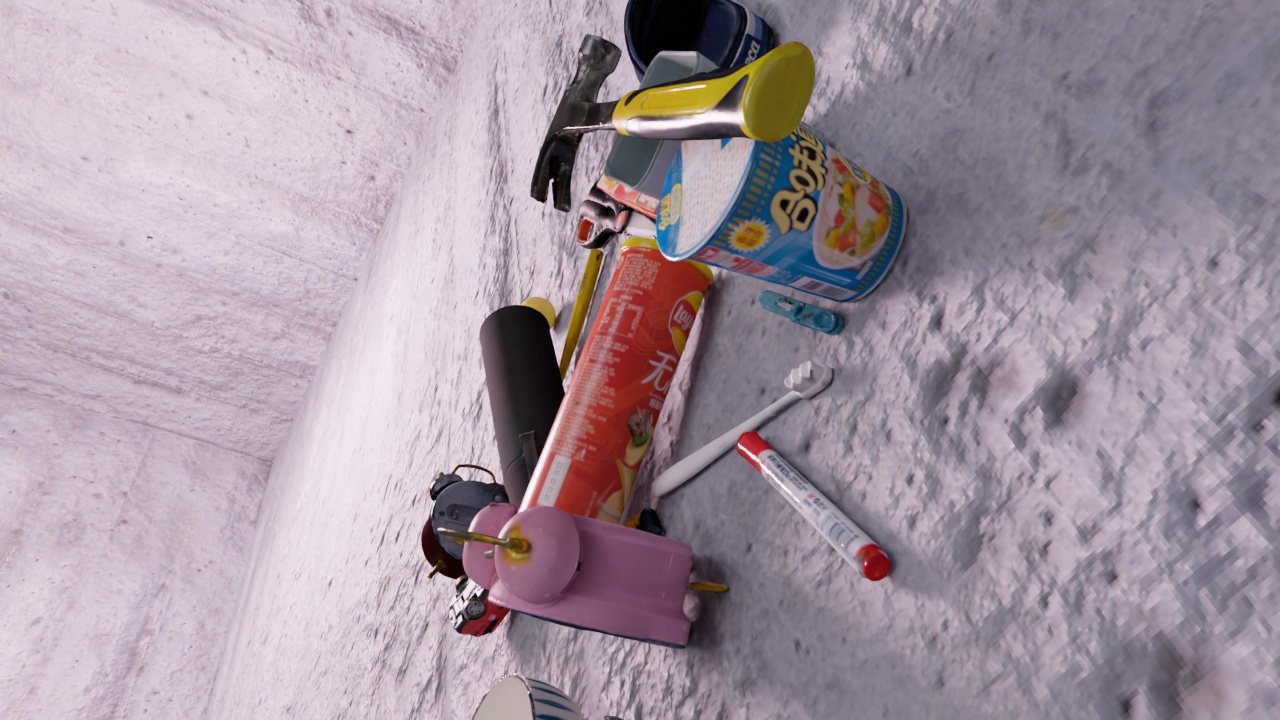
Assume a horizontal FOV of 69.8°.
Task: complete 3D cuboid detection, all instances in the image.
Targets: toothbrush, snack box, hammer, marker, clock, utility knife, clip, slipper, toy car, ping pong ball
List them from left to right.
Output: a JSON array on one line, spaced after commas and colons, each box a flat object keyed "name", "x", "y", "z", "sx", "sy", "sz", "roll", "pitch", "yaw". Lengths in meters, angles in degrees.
[{"name": "clock", "x": -0.159, "y": 0.148, "z": 0.855, "sx": 0.055, "sy": 0.082, "sz": 0.121, "roll": 128, "pitch": 150, "yaw": -46}, {"name": "toy car", "x": -0.121, "y": 0.181, "z": 0.788, "sx": 0.120, "sy": 0.045, "sz": 0.053, "roll": -60, "pitch": 26, "yaw": 6}, {"name": "ping pong ball", "x": -0.109, "y": -0.046, "z": 0.959, "sx": 0.040, "sy": 0.040, "sz": 0.040, "roll": -47, "pitch": 31, "yaw": 40}, {"name": "clock", "x": -0.041, "y": 0.119, "z": 0.526, "sx": 0.117, "sy": 0.158, "sz": 0.059, "roll": -12, "pitch": 62, "yaw": 62}, {"name": "toothbrush", "x": -0.063, "y": -0.019, "z": 0.871, "sx": 0.017, "sy": 0.015, "sz": 0.190, "roll": -10, "pitch": 61, "yaw": 58}, {"name": "utility knife", "x": -0.035, "y": 0.149, "z": 0.667, "sx": 0.177, "sy": 0.015, "sz": 0.033, "roll": -43, "pitch": 31, "yaw": 44}, {"name": "hammer", "x": 0.001, "y": -0.141, "z": 0.533, "sx": 0.126, "sy": 0.032, "sz": 0.323, "roll": -67, "pitch": 24, "yaw": 4}, {"name": "snack box", "x": 0.013, "y": -0.166, "z": 0.798, "sx": 0.075, "sy": 0.025, "sz": 0.153, "roll": -57, "pitch": 27, "yaw": 5}, {"name": "slipper", "x": 0.029, "y": -0.279, "z": 0.798, "sx": 0.105, "sy": 0.095, "sz": 0.252, "roll": -59, "pitch": 29, "yaw": 16}, {"name": "toothbrush", "x": 0.052, "y": 0.047, "z": 0.564, "sx": 0.181, "sy": 0.016, "sz": 0.016, "roll": -43, "pitch": 32, "yaw": 46}, {"name": "marker", "x": 0.085, "y": 0.071, "z": 0.474, "sx": 0.017, "sy": 0.017, "sz": 0.145, "roll": -64, "pitch": 24, "yaw": 9}, {"name": "clip", "x": 0.095, "y": -0.027, "z": 0.529, "sx": 0.055, "sy": 0.034, "sz": 0.013, "roll": 29, "pitch": 98, "yaw": 50}]

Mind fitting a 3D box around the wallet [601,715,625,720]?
[{"name": "wallet", "x": -0.009, "y": 0.271, "z": 0.479, "sx": 0.107, "sy": 0.037, "sz": 0.129, "roll": 17, "pitch": 84, "yaw": 57}]

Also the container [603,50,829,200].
[{"name": "container", "x": 0.051, "y": -0.135, "z": 0.601, "sx": 0.090, "sy": 0.111, "sz": 0.090, "roll": -64, "pitch": 23, "yaw": 10}]

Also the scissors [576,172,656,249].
[{"name": "scissors", "x": -0.014, "y": -0.148, "z": 0.864, "sx": 0.235, "sy": 0.021, "sz": 0.139, "roll": -6, "pitch": 65, "yaw": 64}]

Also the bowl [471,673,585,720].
[{"name": "bowl", "x": -0.065, "y": 0.261, "z": 0.573, "sx": 0.117, "sy": 0.066, "sz": 0.116, "roll": -45, "pitch": 33, "yaw": 41}]

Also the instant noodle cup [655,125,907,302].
[{"name": "instant noodle cup", "x": 0.080, "y": -0.081, "z": 0.496, "sx": 0.099, "sy": 0.110, "sz": 0.099, "roll": -47, "pitch": 32, "yaw": 42}]

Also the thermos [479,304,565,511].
[{"name": "thermos", "x": -0.093, "y": 0.041, "z": 0.781, "sx": 0.242, "sy": 0.068, "sz": 0.090, "roll": -111, "pitch": 11, "yaw": -49}]

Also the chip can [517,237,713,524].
[{"name": "chip can", "x": -0.016, "y": 0.023, "z": 0.641, "sx": 0.073, "sy": 0.073, "sz": 0.216, "roll": -8, "pitch": 58, "yaw": 64}]
